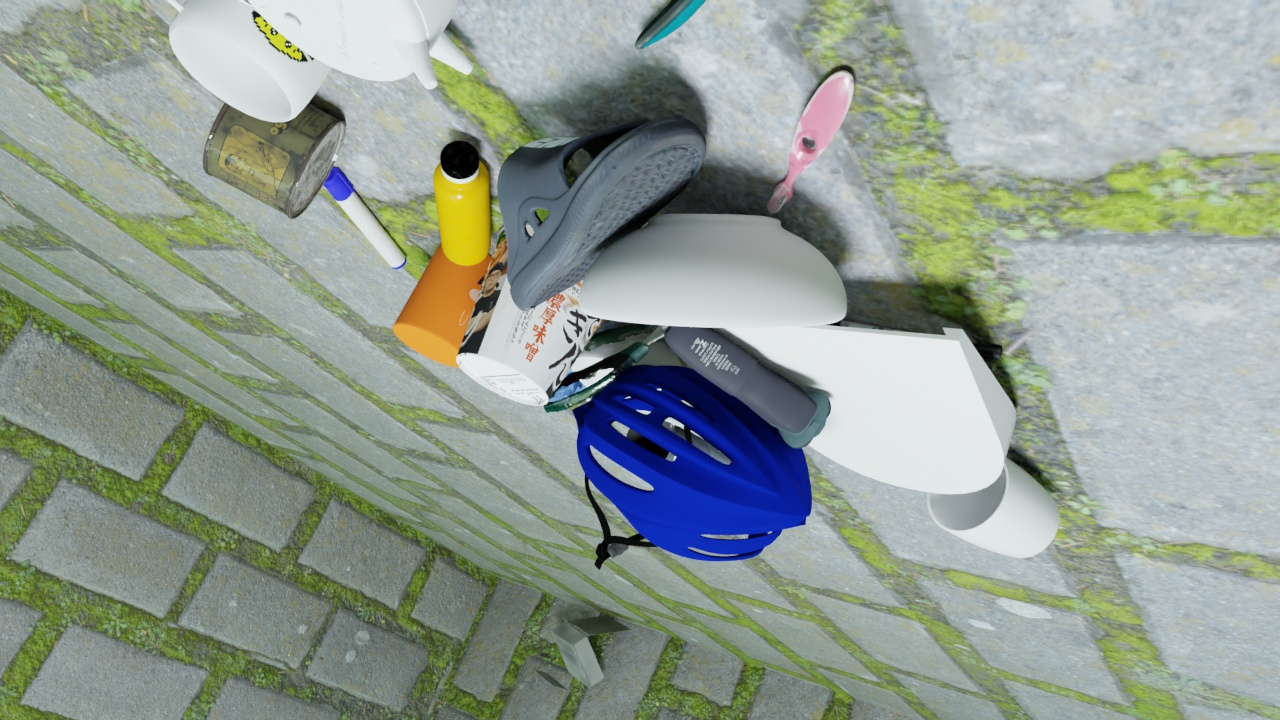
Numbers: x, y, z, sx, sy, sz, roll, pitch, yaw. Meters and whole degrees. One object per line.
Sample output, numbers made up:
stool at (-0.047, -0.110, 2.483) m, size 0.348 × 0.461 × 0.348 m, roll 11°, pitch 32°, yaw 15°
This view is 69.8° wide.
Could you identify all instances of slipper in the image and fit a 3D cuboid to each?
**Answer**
slipper at (0.013, 0.088, 1.061) m, size 0.263 × 0.063 × 0.111 m, roll 37°, pitch 156°, yaw -24°
slipper at (-0.043, -0.111, 0.624) m, size 0.083 × 0.110 × 0.269 m, roll 57°, pitch 157°, yaw 1°

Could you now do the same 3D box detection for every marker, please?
marker at (0.191, -0.018, 0.688) m, size 0.152 × 0.011 × 0.011 m, roll 12°, pitch 156°, yaw 28°
marker at (-0.265, -0.135, 0.886) m, size 0.020 × 0.020 × 0.141 m, roll 15°, pitch 157°, yaw 22°

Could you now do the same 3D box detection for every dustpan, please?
dustpan at (0.193, 0.024, 0.729) m, size 0.192 × 0.053 × 0.258 m, roll 7°, pitch 152°, yaw 37°

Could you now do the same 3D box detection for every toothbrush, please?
toothbrush at (0.096, -0.123, 0.534) m, size 0.021 × 0.016 × 0.135 m, roll 33°, pitch 160°, yaw 5°

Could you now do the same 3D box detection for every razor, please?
razor at (0.079, 0.013, 0.696) m, size 0.143 × 0.047 × 0.052 m, roll 34°, pitch -179°, yaw -15°

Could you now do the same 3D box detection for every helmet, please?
helmet at (0.032, 0.116, 0.791) m, size 0.241 × 0.147 × 0.228 m, roll 35°, pitch 130°, yaw 33°

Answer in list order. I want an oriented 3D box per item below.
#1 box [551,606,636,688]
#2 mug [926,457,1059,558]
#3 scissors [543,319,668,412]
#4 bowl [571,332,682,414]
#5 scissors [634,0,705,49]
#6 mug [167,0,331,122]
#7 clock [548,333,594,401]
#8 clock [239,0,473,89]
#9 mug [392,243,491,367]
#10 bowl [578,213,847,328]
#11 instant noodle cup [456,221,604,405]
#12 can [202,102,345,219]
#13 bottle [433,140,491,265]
box at (-0.134, 0.896, 2.959) m, size 0.167 × 0.231 × 0.169 m, roll 4°, pitch 119°, yaw 60°
mug at (0.307, 0.121, 0.822) m, size 0.087 × 0.081 × 0.114 m, roll 29°, pitch -170°, yaw -28°
scissors at (0.007, -0.031, 0.797) m, size 0.210 × 0.137 × 0.015 m, roll -26°, pitch 115°, yaw 27°
bowl at (-0.005, 0.005, 0.894) m, size 0.115 × 0.050 × 0.115 m, roll 21°, pitch 158°, yaw 8°
scissors at (0.021, -0.194, 0.445) m, size 0.126 × 0.019 × 0.155 m, roll 19°, pitch 157°, yaw 8°
mug at (-0.262, -0.221, 0.610) m, size 0.094 × 0.068 × 0.115 m, roll 5°, pitch 152°, yaw 41°
clock at (-0.091, -0.007, 0.909) m, size 0.052 × 0.088 × 0.125 m, roll 20°, pitch 160°, yaw 30°
clock at (-0.174, -0.217, 0.520) m, size 0.161 × 0.072 × 0.126 m, roll 26°, pitch 159°, yaw -4°
mug at (-0.178, -0.046, 0.894) m, size 0.078 × 0.095 × 0.113 m, roll 20°, pitch 158°, yaw 12°
bowl at (0.048, -0.063, 0.608) m, size 0.176 × 0.066 × 0.176 m, roll 1°, pitch -172°, yaw 0°
instant noodle cup at (-0.094, -0.034, 0.798) m, size 0.123 × 0.121 × 0.124 m, roll 21°, pitch 159°, yaw 8°
can at (-0.291, -0.170, 0.732) m, size 0.074 × 0.089 × 0.090 m, roll 29°, pitch 159°, yaw -10°
bottle at (-0.143, -0.126, 0.742) m, size 0.043 × 0.043 × 0.144 m, roll 24°, pitch 159°, yaw 0°
